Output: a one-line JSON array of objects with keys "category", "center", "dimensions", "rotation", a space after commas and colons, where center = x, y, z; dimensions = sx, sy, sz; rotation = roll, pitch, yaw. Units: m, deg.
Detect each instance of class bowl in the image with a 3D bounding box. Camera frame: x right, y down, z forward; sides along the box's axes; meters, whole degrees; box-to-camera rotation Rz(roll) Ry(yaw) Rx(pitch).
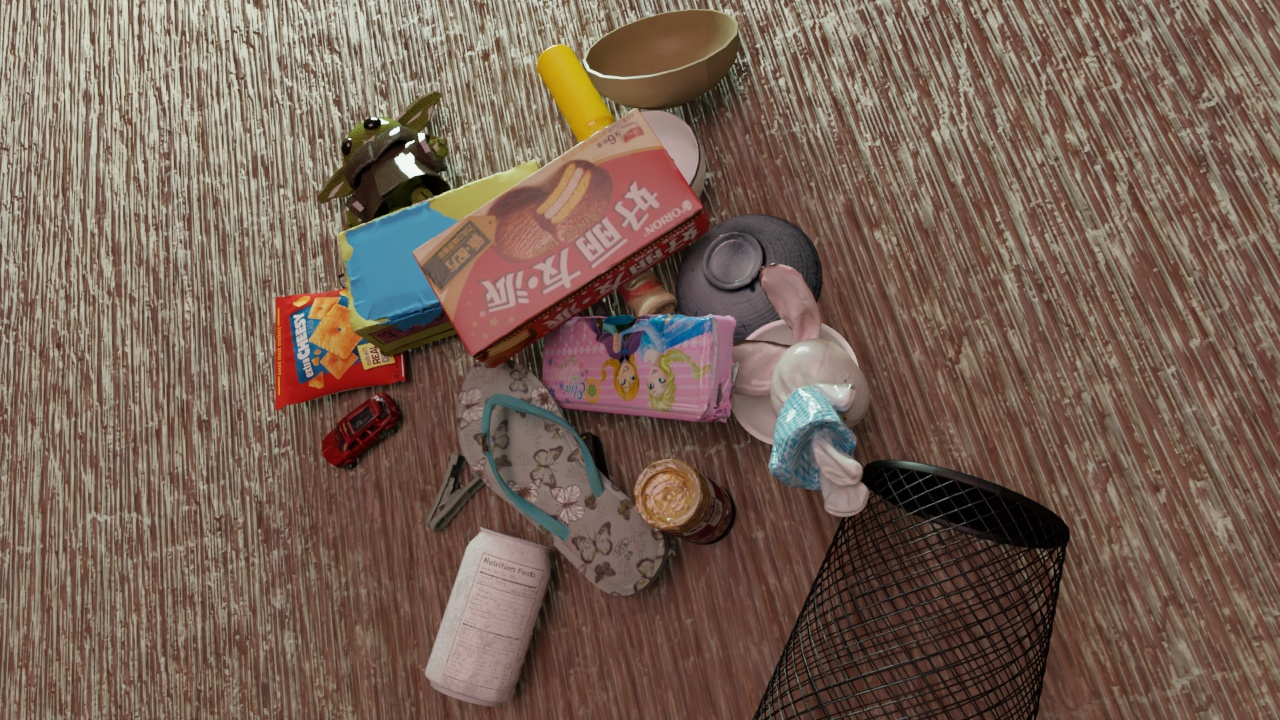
[{"category": "bowl", "center": [0.024, -0.286, 0.895], "dimensions": [0.152, 0.050, 0.152], "rotation": [-10, 40, 8]}, {"category": "bowl", "center": [0.132, 0.023, 0.776], "dimensions": [0.110, 0.040, 0.109], "rotation": [-6, 73, 18]}, {"category": "bowl", "center": [0.088, -0.080, 0.817], "dimensions": [0.137, 0.057, 0.137], "rotation": [-7, 71, 19]}, {"category": "bowl", "center": [0.011, -0.174, 0.874], "dimensions": [0.114, 0.063, 0.113], "rotation": [-6, 71, 19]}]

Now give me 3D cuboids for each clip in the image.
[{"category": "clip", "center": [-0.179, 0.129, 0.873], "dimensions": [0.059, 0.023, 0.076], "rotation": [29, 83, 28]}]

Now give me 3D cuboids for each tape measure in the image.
[{"category": "tape measure", "center": [-0.063, 0.103, 0.827], "dimensions": [0.064, 0.037, 0.065], "rotation": [-20, 65, 14]}]

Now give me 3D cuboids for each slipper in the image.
[{"category": "slipper", "center": [-0.086, 0.096, 0.788], "dimensions": [0.098, 0.054, 0.269], "rotation": [-45, 63, 3]}]

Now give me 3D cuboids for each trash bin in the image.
[{"category": "trash bin", "center": [0.190, 0.193, 0.629], "dimensions": [0.184, 0.184, 0.209], "rotation": [16, 73, 25]}]

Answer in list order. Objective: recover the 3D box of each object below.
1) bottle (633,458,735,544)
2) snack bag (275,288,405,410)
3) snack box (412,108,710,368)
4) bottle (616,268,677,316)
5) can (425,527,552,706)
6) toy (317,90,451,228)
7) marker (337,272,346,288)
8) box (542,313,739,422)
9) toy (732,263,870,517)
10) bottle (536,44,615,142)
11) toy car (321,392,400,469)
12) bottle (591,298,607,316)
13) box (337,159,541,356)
[{"category": "bottle", "center": [0.038, 0.116, 0.745], "dimensions": [0.056, 0.105, 0.056], "rotation": [-7, 71, 19]}, {"category": "snack bag", "center": [-0.316, -0.022, 0.964], "dimensions": [0.144, 0.039, 0.130], "rotation": [-12, 68, 8]}, {"category": "snack box", "center": [-0.069, -0.104, 0.803], "dimensions": [0.236, 0.060, 0.113], "rotation": [-32, 77, 4]}, {"category": "bottle", "center": [-0.010, -0.081, 0.864], "dimensions": [0.044, 0.044, 0.109], "rotation": [-39, 65, 5]}, {"category": "can", "center": [-0.128, 0.219, 0.792], "dimensions": [0.078, 0.078, 0.136], "rotation": [12, 78, 24]}, {"category": "toy", "center": [-0.266, -0.199, 0.981], "dimensions": [0.179, 0.078, 0.152], "rotation": [-39, 61, 8]}, {"category": "marker", "center": [-0.262, -0.112, 0.987], "dimensions": [0.141, 0.016, 0.016], "rotation": [-24, 66, 12]}, {"category": "box", "center": [-0.003, 0.005, 0.784], "dimensions": [0.231, 0.053, 0.084], "rotation": [1, 89, 51]}, {"category": "toy", "center": [0.136, 0.031, 0.683], "dimensions": [0.205, 0.105, 0.131], "rotation": [-108, 35, -51]}, {"category": "bottle", "center": [-0.060, -0.261, 0.942], "dimensions": [0.043, 0.043, 0.143], "rotation": [-32, 64, 8]}, {"category": "toy car", "center": [-0.284, 0.071, 0.927], "dimensions": [0.091, 0.036, 0.042], "rotation": [-40, 64, 11]}, {"category": "bottle", "center": [-0.052, -0.093, 0.850], "dimensions": [0.030, 0.030, 0.113], "rotation": [-19, 82, 14]}, {"category": "box", "center": [-0.179, -0.098, 0.905], "dimensions": [0.221, 0.081, 0.124], "rotation": [-21, 68, 9]}]
